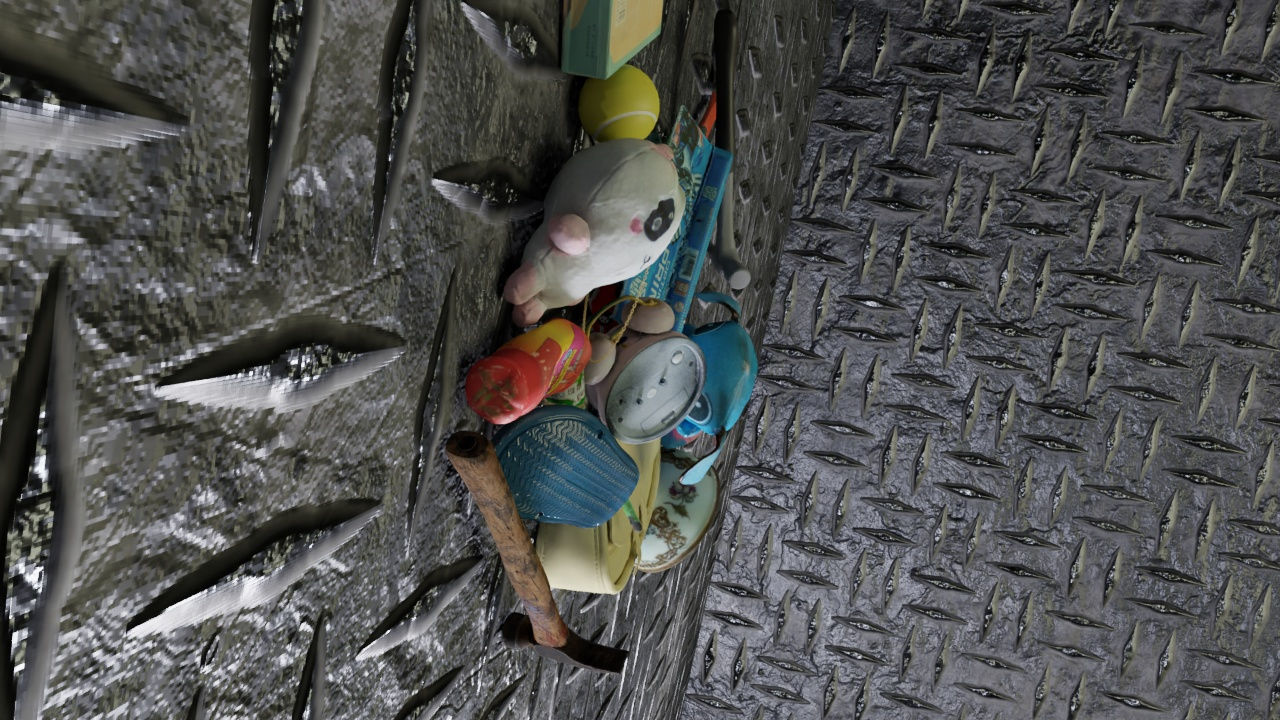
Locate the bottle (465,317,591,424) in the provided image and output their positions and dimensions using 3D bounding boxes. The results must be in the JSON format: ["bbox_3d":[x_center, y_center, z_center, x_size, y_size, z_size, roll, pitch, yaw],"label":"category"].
[{"bbox_3d":[-0.083,0.008,0.687,0.072,0.048,0.134,-55,174,20],"label":"bottle"}]

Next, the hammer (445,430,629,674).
[{"bbox_3d":[-0.089,0.166,0.746,0.331,0.120,0.033,79,26,-48],"label":"hammer"}]

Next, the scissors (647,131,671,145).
[{"bbox_3d":[0.018,-0.219,1.010,0.123,0.011,0.126,88,19,-59],"label":"scissors"}]

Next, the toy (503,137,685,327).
[{"bbox_3d":[-0.039,-0.098,0.710,0.179,0.101,0.139,-50,170,-24],"label":"toy"}]

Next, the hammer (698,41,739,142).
[{"bbox_3d":[0.067,-0.262,1.126,0.133,0.033,0.332,94,15,-45],"label":"hammer"}]

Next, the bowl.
[{"bbox_3d":[0.008,0.167,1.129,0.094,0.160,0.159,40,54,-30],"label":"bowl"}]

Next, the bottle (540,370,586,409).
[{"bbox_3d":[-0.068,0.020,0.800,0.042,0.043,0.110,-64,161,-46],"label":"bottle"}]

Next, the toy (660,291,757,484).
[{"bbox_3d":[0.065,0.037,1.041,0.192,0.099,0.223,142,-46,-65],"label":"toy"}]

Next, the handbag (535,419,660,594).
[{"bbox_3d":[-0.032,0.130,0.982,0.232,0.089,0.191,-50,147,-65],"label":"handbag"}]

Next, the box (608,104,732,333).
[{"bbox_3d":[0.043,-0.120,0.967,0.175,0.060,0.243,62,44,-72],"label":"box"}]

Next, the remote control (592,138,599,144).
[{"bbox_3d":[-0.019,-0.200,0.833,0.133,0.022,0.050,56,48,-74],"label":"remote control"}]

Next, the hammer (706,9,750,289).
[{"bbox_3d":[0.097,-0.245,1.069,0.125,0.029,0.311,-115,-162,-56],"label":"hammer"}]

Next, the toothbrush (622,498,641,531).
[{"bbox_3d":[-0.038,0.086,0.874,0.017,0.014,0.188,-76,143,-66],"label":"toothbrush"}]

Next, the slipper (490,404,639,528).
[{"bbox_3d":[-0.065,0.089,0.790,0.104,0.059,0.213,-51,148,1],"label":"slipper"}]

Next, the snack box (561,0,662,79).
[{"bbox_3d":[-0.012,-0.325,0.679,0.141,0.044,0.194,-61,161,-53],"label":"snack box"}]

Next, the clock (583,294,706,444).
[{"bbox_3d":[-0.005,0.005,0.871,0.116,0.059,0.158,-39,136,-11],"label":"clock"}]

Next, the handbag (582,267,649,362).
[{"bbox_3d":[-0.018,-0.074,0.808,0.027,0.084,0.177,33,52,-32],"label":"handbag"}]

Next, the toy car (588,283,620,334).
[{"bbox_3d":[-0.035,-0.036,0.931,0.090,0.025,0.038,91,17,-46],"label":"toy car"}]

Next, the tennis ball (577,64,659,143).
[{"bbox_3d":[-0.017,-0.203,0.734,0.065,0.065,0.065,14,89,-78],"label":"tennis ball"}]
